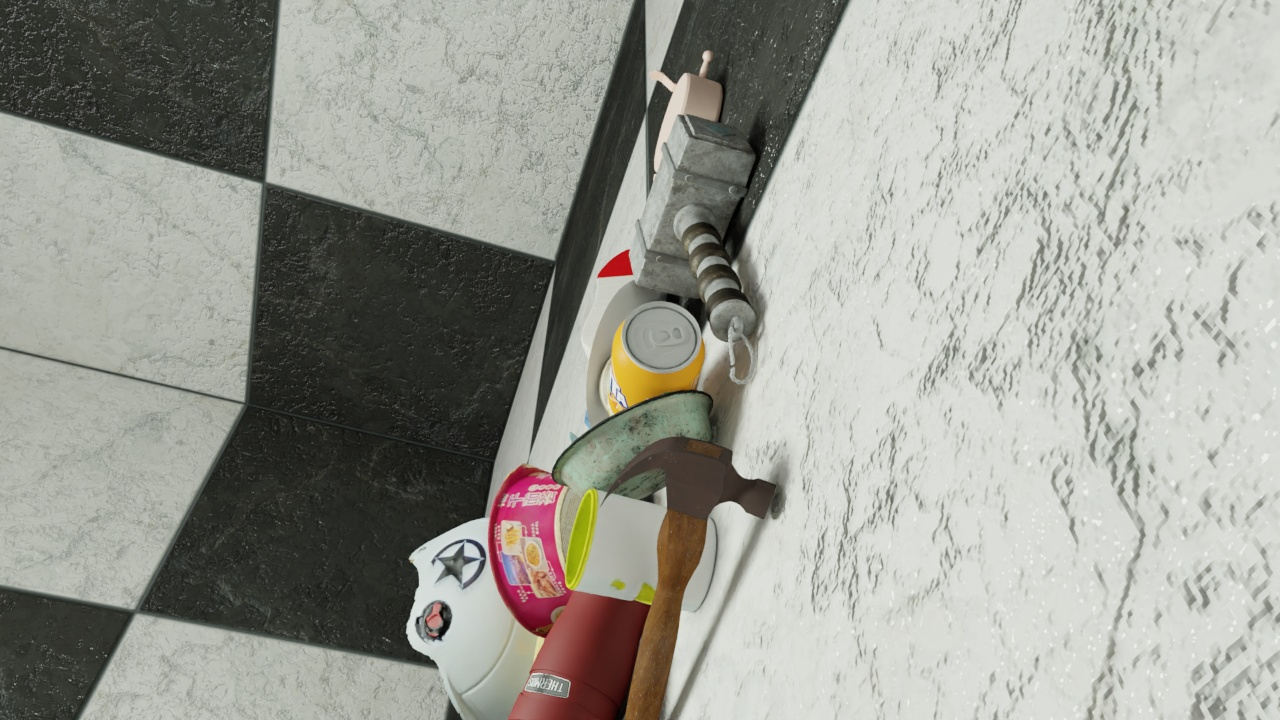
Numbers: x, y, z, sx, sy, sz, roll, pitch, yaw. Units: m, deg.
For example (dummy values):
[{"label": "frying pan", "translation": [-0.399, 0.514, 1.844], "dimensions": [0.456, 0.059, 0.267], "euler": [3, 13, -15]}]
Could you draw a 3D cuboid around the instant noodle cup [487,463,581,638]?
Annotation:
[{"label": "instant noodle cup", "translation": [-0.070, 0.191, 0.946], "dimensions": [0.078, 0.178, 0.178], "euler": [-17, 48, 29]}]

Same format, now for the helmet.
[{"label": "helmet", "translation": [-0.158, 0.316, 1.145], "dimensions": [0.164, 0.236, 0.263], "euler": [-29, 46, 14]}]

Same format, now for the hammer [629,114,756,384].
[{"label": "hammer", "translation": [0.064, -0.097, 0.867], "dimensions": [0.325, 0.079, 0.177], "euler": [-102, 28, -56]}]

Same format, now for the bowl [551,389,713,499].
[{"label": "bowl", "translation": [0.002, 0.085, 0.806], "dimensions": [0.038, 0.157, 0.158], "euler": [62, 150, 23]}]

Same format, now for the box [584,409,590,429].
[{"label": "box", "translation": [-0.054, 0.051, 1.399], "dimensions": [0.209, 0.021, 0.125], "euler": [-157, 81, -79]}]

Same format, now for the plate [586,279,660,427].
[{"label": "plate", "translation": [-0.006, 0.006, 1.007], "dimensions": [0.188, 0.016, 0.189], "euler": [-37, -47, -56]}]

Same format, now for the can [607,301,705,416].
[{"label": "can", "translation": [0.012, 0.012, 0.820], "dimensions": [0.143, 0.079, 0.079], "euler": [99, 180, -62]}]

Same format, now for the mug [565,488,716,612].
[{"label": "mug", "translation": [-0.001, 0.157, 0.755], "dimensions": [0.082, 0.106, 0.082], "euler": [-167, 91, -80]}]

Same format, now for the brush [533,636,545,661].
[{"label": "brush", "translation": [-0.081, 0.324, 0.999], "dimensions": [0.042, 0.082, 0.173], "euler": [-10, 56, 30]}]

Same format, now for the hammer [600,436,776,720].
[{"label": "hammer", "translation": [0.014, 0.204, 0.698], "dimensions": [0.033, 0.115, 0.324], "euler": [-49, -28, -63]}]

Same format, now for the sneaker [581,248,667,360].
[{"label": "sneaker", "translation": [-0.005, -0.047, 1.136], "dimensions": [0.235, 0.090, 0.104], "euler": [-75, -23, -50]}]

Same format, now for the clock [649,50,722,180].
[{"label": "clock", "translation": [0.050, -0.301, 1.183], "dimensions": [0.131, 0.086, 0.160], "euler": [123, 152, -60]}]

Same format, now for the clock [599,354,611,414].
[{"label": "clock", "translation": [0.007, 0.044, 0.923], "dimensions": [0.055, 0.093, 0.141], "euler": [-178, 94, -72]}]

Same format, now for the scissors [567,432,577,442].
[{"label": "scissors", "translation": [-0.060, 0.117, 1.185], "dimensions": [0.172, 0.014, 0.171], "euler": [-59, -28, -22]}]

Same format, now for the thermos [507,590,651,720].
[{"label": "thermos", "translation": [-0.040, 0.268, 0.806], "dimensions": [0.084, 0.108, 0.198], "euler": [-6, 44, 37]}]
